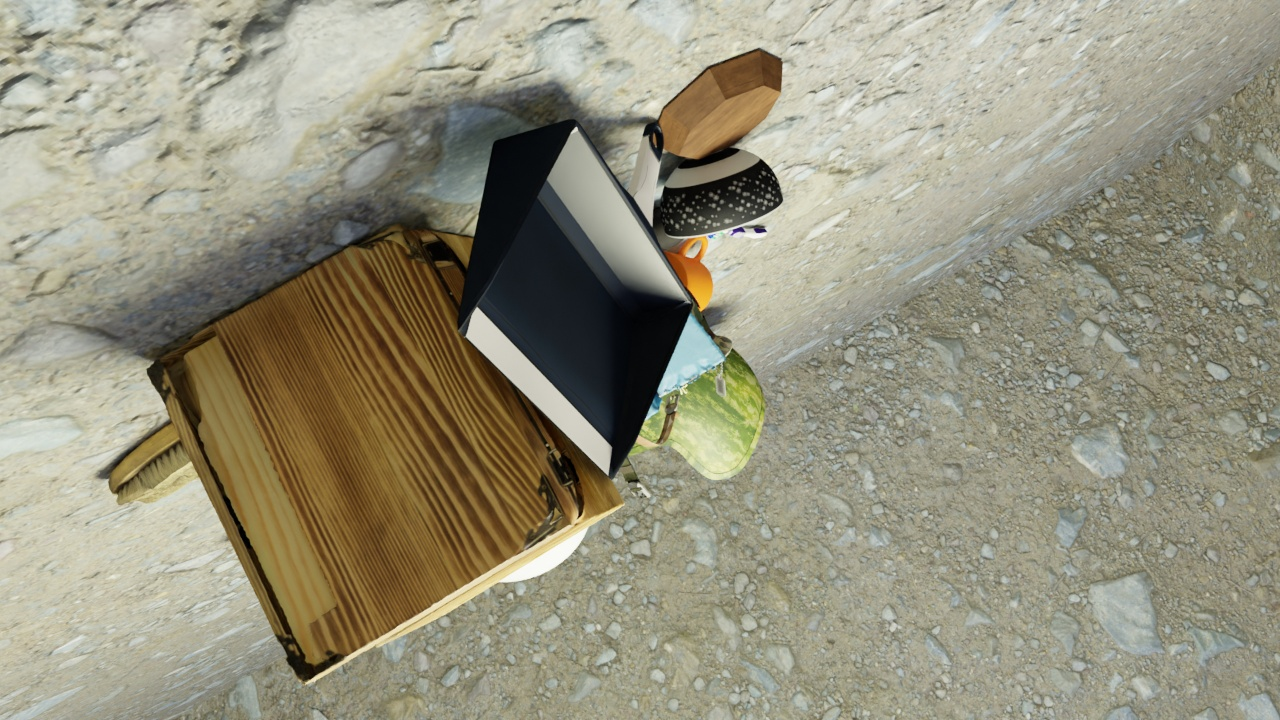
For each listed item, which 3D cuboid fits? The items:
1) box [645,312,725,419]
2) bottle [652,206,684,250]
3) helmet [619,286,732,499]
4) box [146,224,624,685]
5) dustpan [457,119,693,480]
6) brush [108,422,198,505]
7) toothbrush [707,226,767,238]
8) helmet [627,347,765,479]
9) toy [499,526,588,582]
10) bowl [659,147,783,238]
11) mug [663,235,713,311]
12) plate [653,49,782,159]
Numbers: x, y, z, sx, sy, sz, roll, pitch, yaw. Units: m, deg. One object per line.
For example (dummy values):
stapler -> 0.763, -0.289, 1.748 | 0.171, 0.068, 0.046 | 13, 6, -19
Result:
box -> -0.049, -0.035, 0.877 | 0.175, 0.231, 0.033 | -35, -157, 15
bottle -> 0.038, -0.148, 0.989 | 0.184, 0.045, 0.045 | -25, 168, -24
helmet -> -0.006, 0.004, 1.026 | 0.225, 0.236, 0.192 | 4, -154, 23
box -> -0.192, 0.060, 0.732 | 0.259, 0.279, 0.220 | -34, 167, 19
dustpan -> -0.027, -0.080, 0.732 | 0.080, 0.272, 0.236 | -11, 144, 22
brush -> -0.417, 0.081, 0.855 | 0.195, 0.043, 0.059 | -31, 169, 11
toothbrush -> 0.129, -0.169, 1.209 | 0.015, 0.016, 0.186 | -36, 167, 29
helmet -> 0.075, 0.068, 1.551 | 0.213, 0.247, 0.243 | -133, -117, -82
toy -> -0.205, 0.173, 1.298 | 0.264, 0.265, 0.280 | -19, 148, 37
bowl -> 0.073, -0.171, 0.891 | 0.120, 0.066, 0.120 | -15, -160, 6
mug -> 0.049, -0.109, 1.145 | 0.113, 0.077, 0.095 | -58, 161, 14
plate -> 0.072, -0.219, 0.812 | 0.131, 0.025, 0.131 | -29, 169, -6
